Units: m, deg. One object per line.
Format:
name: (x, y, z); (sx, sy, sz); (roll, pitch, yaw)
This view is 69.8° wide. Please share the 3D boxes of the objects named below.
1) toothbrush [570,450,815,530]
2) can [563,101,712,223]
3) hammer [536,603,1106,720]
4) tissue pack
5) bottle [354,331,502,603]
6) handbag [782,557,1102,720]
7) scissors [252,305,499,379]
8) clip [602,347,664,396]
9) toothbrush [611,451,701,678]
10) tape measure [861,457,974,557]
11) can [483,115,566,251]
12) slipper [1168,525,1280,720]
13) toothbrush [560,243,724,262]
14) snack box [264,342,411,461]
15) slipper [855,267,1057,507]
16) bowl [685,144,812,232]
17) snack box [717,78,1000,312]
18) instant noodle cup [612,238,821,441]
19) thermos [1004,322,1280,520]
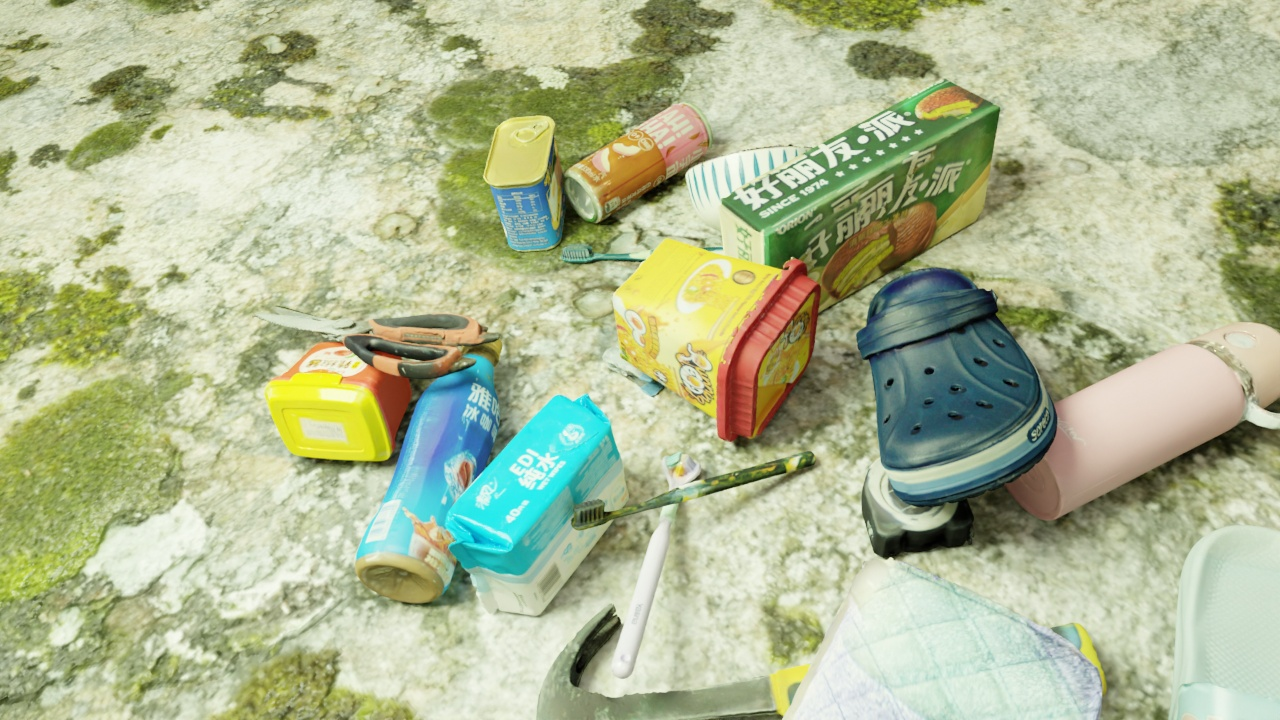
toothbrush: (0.040, 0.083, 0.616); (0.185, 0.017, 0.012); (-11, 26, -24)
can: (-0.002, -0.190, 0.877); (0.147, 0.058, 0.058); (-36, 52, -20)
hammer: (0.099, 0.189, 0.537); (0.323, 0.032, 0.126); (-9, 48, 3)
tissue pack: (-0.067, 0.095, 0.612); (0.063, 0.090, 0.139); (23, 56, 28)
bottle: (-0.142, 0.066, 0.671); (0.065, 0.065, 0.218); (1, 48, 12)
handbag: (0.132, 0.208, 0.453); (0.134, 0.076, 0.193); (24, 62, 25)
scissors: (-0.211, -0.026, 0.724); (0.197, 0.015, 0.205); (-13, 28, -19)
clip: (-0.005, 0.005, 0.730); (0.058, 0.041, 0.026); (26, 60, 35)
toothbrush: (0.010, 0.125, 0.588); (0.029, 0.021, 0.188); (11, 36, 8)
tape measure: (0.180, 0.093, 0.606); (0.066, 0.034, 0.065); (-6, 50, 2)
can: (-0.103, -0.163, 0.855); (0.057, 0.083, 0.101); (-3, 48, 7)
slipper: (0.329, 0.183, 0.471); (0.104, 0.074, 0.244); (11, 50, 19)
toothbrush: (0.021, -0.096, 0.816); (0.192, 0.018, 0.016); (0, 48, 11)
snack box: (-0.229, 0.030, 0.714); (0.091, 0.082, 0.080); (2, 36, 11)
slipper: (0.198, -0.008, 0.610); (0.105, 0.095, 0.252); (-22, 23, 21)
bowl: (0.100, -0.138, 0.791); (0.116, 0.116, 0.066); (-8, 90, 4)
snack box: (0.178, -0.125, 0.747); (0.239, 0.115, 0.063); (-29, 49, -16)
instant noodle cup: (0.053, -0.023, 0.673); (0.124, 0.116, 0.115); (26, 58, 24)
thermos: (0.339, 0.041, 0.599); (0.198, 0.067, 0.087); (-22, 42, -10)
